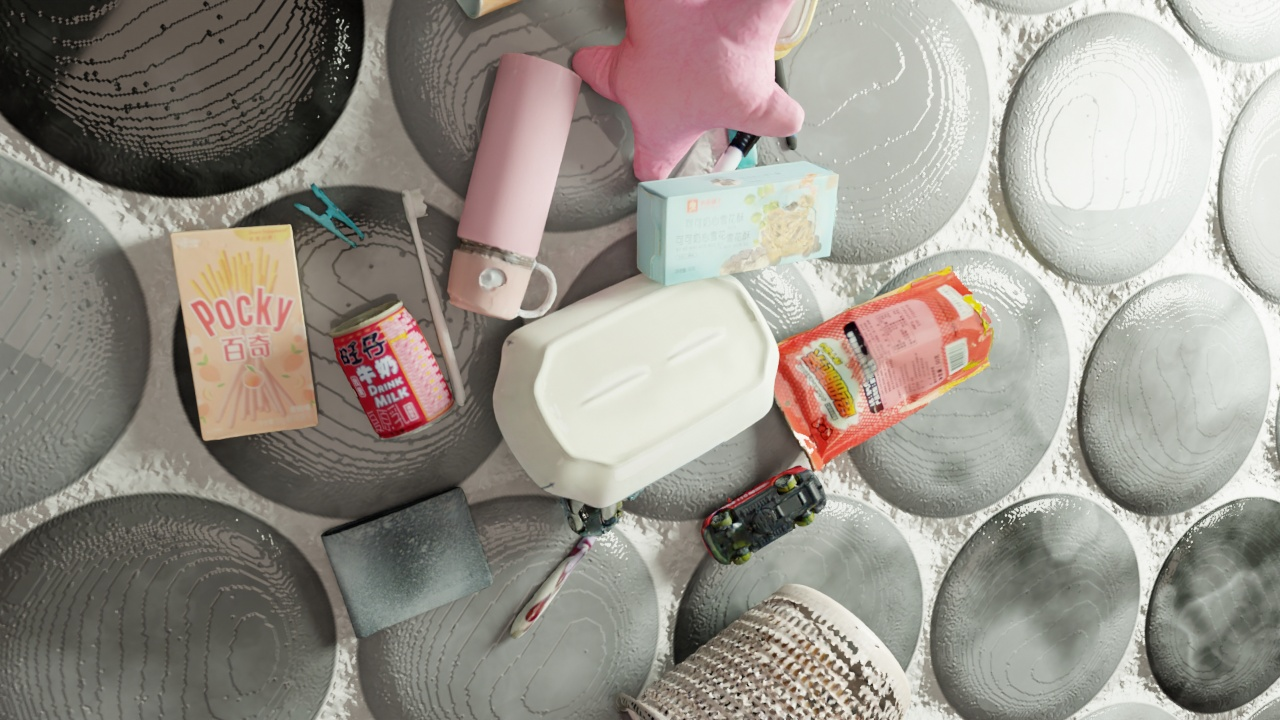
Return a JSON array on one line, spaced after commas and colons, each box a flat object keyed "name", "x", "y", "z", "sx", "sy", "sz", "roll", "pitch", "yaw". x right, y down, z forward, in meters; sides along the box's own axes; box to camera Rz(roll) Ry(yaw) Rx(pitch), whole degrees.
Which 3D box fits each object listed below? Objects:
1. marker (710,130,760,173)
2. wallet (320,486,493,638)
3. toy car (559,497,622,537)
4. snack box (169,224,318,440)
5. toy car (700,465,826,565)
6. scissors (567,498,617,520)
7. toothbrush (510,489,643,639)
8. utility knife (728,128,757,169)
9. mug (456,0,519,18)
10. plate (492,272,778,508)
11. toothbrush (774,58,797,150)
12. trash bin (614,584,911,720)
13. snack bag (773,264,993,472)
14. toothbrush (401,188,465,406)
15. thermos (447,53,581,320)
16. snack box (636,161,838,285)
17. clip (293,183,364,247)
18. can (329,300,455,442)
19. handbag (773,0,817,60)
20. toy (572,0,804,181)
[{"name": "marker", "x": 0.066, "y": -0.151, "z": 0.788, "sx": 0.022, "sy": 0.018, "sz": 0.131, "roll": 34, "pitch": 96, "yaw": 24}, {"name": "wallet", "x": -0.193, "y": 0.167, "z": 0.767, "sx": 0.120, "sy": 0.019, "sz": 0.097, "roll": -18, "pitch": 106, "yaw": -16}, {"name": "toy car", "x": -0.053, "y": 0.101, "z": 0.790, "sx": 0.048, "sy": 0.031, "sz": 0.105, "roll": -23, "pitch": 95, "yaw": -22}, {"name": "snack box", "x": -0.298, "y": -0.022, "z": 0.695, "sx": 0.084, "sy": 0.026, "sz": 0.157, "roll": -8, "pitch": 101, "yaw": -17}, {"name": "toy car", "x": 0.112, "y": 0.142, "z": 0.846, "sx": 0.120, "sy": 0.045, "sz": 0.053, "roll": -29, "pitch": 104, "yaw": -5}, {"name": "scissors", "x": -0.012, "y": 0.051, "z": 0.783, "sx": 0.169, "sy": 0.019, "sz": 0.177, "roll": -4, "pitch": 82, "yaw": -24}, {"name": "toothbrush", "x": -0.053, "y": 0.172, "z": 0.812, "sx": 0.016, "sy": 0.017, "sz": 0.187, "roll": 41, "pitch": 84, "yaw": -22}, {"name": "utility knife", "x": 0.088, "y": -0.212, "z": 0.797, "sx": 0.029, "sy": 0.013, "sz": 0.209, "roll": -11, "pitch": 103, "yaw": -14}, {"name": "mug", "x": -0.083, "y": -0.315, "z": 0.694, "sx": 0.122, "sy": 0.078, "sz": 0.078, "roll": -24, "pitch": 105, "yaw": -18}, {"name": "plate", "x": 0.009, "y": 0.008, "z": 0.747, "sx": 0.265, "sy": 0.034, "sz": 0.162, "roll": -25, "pitch": 84, "yaw": -28}, {"name": "toothbrush", "x": 0.114, "y": -0.276, "z": 0.794, "sx": 0.014, "sy": 0.016, "sz": 0.189, "roll": -17, "pitch": 105, "yaw": -8}, {"name": "trash bin", "x": 0.121, "y": 0.313, "z": 0.803, "sx": 0.191, "sy": 0.228, "sz": 0.227, "roll": -40, "pitch": 109, "yaw": -21}, {"name": "snack bag", "x": 0.222, "y": 0.003, "z": 0.853, "sx": 0.207, "sy": 0.073, "sz": 0.128, "roll": -27, "pitch": 102, "yaw": -7}, {"name": "toothbrush", "x": -0.163, "y": -0.049, "z": 0.741, "sx": 0.016, "sy": 0.016, "sz": 0.180, "roll": -16, "pitch": 103, "yaw": -21}, {"name": "thermos", "x": -0.092, "y": -0.131, "z": 0.723, "sx": 0.087, "sy": 0.067, "sz": 0.198, "roll": 12, "pitch": 94, "yaw": -16}, {"name": "snack box", "x": 0.082, "y": -0.117, "z": 0.769, "sx": 0.174, "sy": 0.051, "sz": 0.074, "roll": -13, "pitch": 120, "yaw": -25}, {"name": "clip", "x": -0.238, "y": -0.110, "z": 0.708, "sx": 0.057, "sy": 0.014, "sz": 0.048, "roll": 44, "pitch": 82, "yaw": -20}, {"name": "can", "x": -0.193, "y": 0.007, "z": 0.713, "sx": 0.066, "sy": 0.066, "sz": 0.094, "roll": -26, "pitch": 106, "yaw": -13}, {"name": "handbag", "x": 0.065, "y": -0.344, "z": 0.735, "sx": 0.178, "sy": 0.063, "sz": 0.163, "roll": 15, "pitch": 98, "yaw": -4}, {"name": "toy", "x": 0.039, "y": -0.238, "z": 0.708, "sx": 0.178, "sy": 0.195, "sz": 0.074, "roll": 62, "pitch": 36, "yaw": -18}]
